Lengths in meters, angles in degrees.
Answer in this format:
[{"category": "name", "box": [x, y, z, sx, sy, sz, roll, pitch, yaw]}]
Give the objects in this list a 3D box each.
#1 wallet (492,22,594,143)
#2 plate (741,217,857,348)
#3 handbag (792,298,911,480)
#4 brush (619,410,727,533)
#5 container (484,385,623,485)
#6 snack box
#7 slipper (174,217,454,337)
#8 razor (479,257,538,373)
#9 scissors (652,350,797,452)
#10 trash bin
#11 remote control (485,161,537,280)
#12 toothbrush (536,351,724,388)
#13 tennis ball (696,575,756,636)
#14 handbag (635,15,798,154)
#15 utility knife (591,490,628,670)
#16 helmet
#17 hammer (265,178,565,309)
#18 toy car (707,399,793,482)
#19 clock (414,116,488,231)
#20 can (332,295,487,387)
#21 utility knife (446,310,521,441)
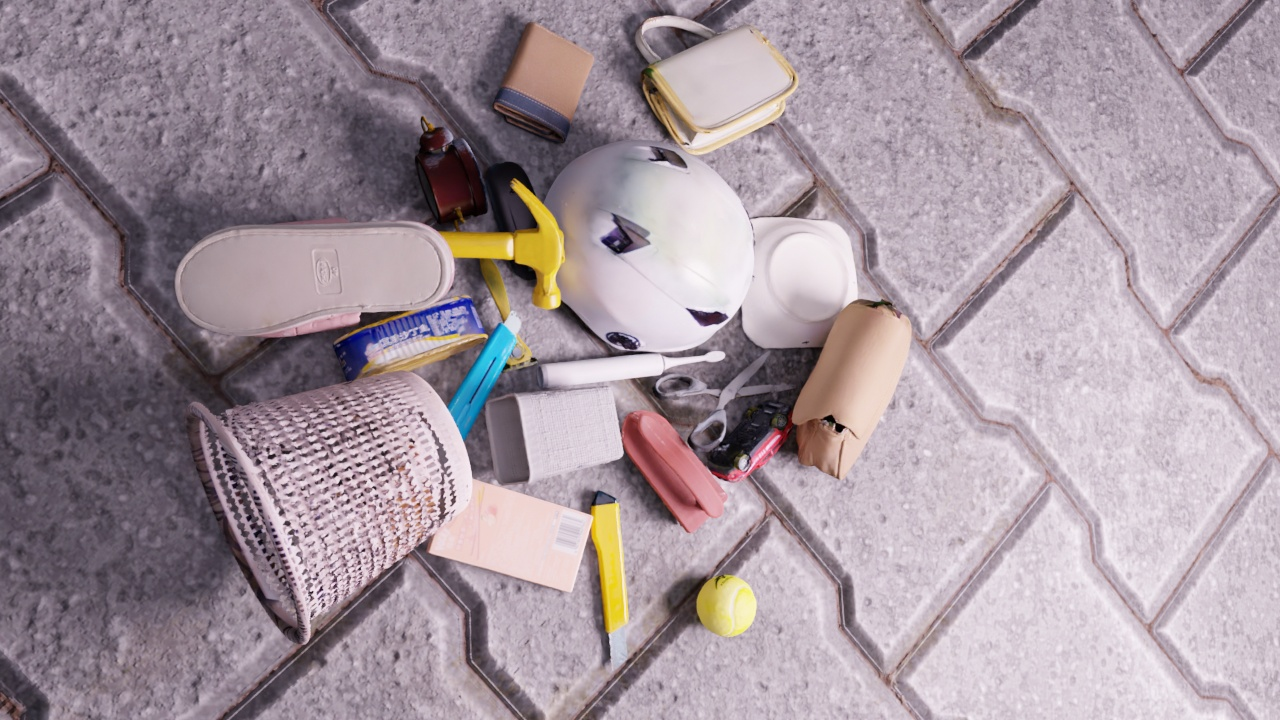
[{"category": "wallet", "box": [-0.108, -0.314, 1.037, 0.090, 0.033, 0.115, 22, 74, -18]}, {"category": "plate", "box": [0.198, -0.098, 1.112, 0.163, 0.034, 0.164, -2, 82, -20]}, {"category": "handbag", "box": [0.238, 0.028, 1.053, 0.100, 0.148, 0.204, 23, 71, 18]}, {"category": "brush", "box": [0.033, 0.114, 1.003, 0.063, 0.069, 0.146, -40, 96, -21]}, {"category": "container", "box": [-0.088, 0.074, 0.952, 0.114, 0.090, 0.090, -8, 86, -32]}, {"category": "snack box", "box": [-0.135, 0.181, 0.957, 0.157, 0.026, 0.084, 20, 76, -16]}, {"category": "slipper", "box": [-0.310, -0.083, 0.881, 0.274, 0.054, 0.114, -7, 105, 7]}, {"category": "razor", "box": [-0.149, -0.054, 0.988, 0.043, 0.028, 0.132, -17, 86, -17]}, {"category": "scissors", "box": [0.096, 0.039, 1.051, 0.159, 0.014, 0.178, 21, 53, 0]}, {"category": "trash bin", "box": [-0.271, 0.110, 0.834, 0.191, 0.228, 0.227, -25, 91, -34]}, {"category": "remote control", "box": [-0.132, -0.156, 1.009, 0.053, 0.024, 0.136, -17, 88, -21]}, {"category": "toothbrush", "box": [-0.006, 0.006, 1.028, 0.220, 0.026, 0.026, -6, 85, -20]}, {"category": "tennis ball", "box": [0.094, 0.268, 1.004, 0.065, 0.066, 0.065, 3, 81, -19]}, {"category": "handbag", "box": [0.077, -0.346, 1.100, 0.163, 0.063, 0.178, -31, 78, -21]}, {"category": "utility knife", "box": [-0.033, 0.236, 0.991, 0.033, 0.015, 0.192, -3, 84, -17]}, {"category": "helmet", "box": [0.027, -0.130, 0.989, 0.258, 0.146, 0.228, 33, 70, -17]}, {"category": "hammer", "box": [-0.226, -0.118, 0.919, 0.300, 0.032, 0.129, 1, 110, -2]}, {"category": "toy car", "box": [0.128, 0.095, 1.048, 0.120, 0.053, 0.045, -40, 121, -24]}, {"category": "clock", "box": [-0.203, -0.198, 0.960, 0.055, 0.082, 0.122, -22, 93, -15]}, {"category": "can", "box": [-0.231, -0.019, 0.927, 0.148, 0.075, 0.049, -22, 87, -21]}, {"category": "utility knife", "box": [-0.168, 0.021, 0.958, 0.034, 0.018, 0.162, 31, 84, -19]}]
